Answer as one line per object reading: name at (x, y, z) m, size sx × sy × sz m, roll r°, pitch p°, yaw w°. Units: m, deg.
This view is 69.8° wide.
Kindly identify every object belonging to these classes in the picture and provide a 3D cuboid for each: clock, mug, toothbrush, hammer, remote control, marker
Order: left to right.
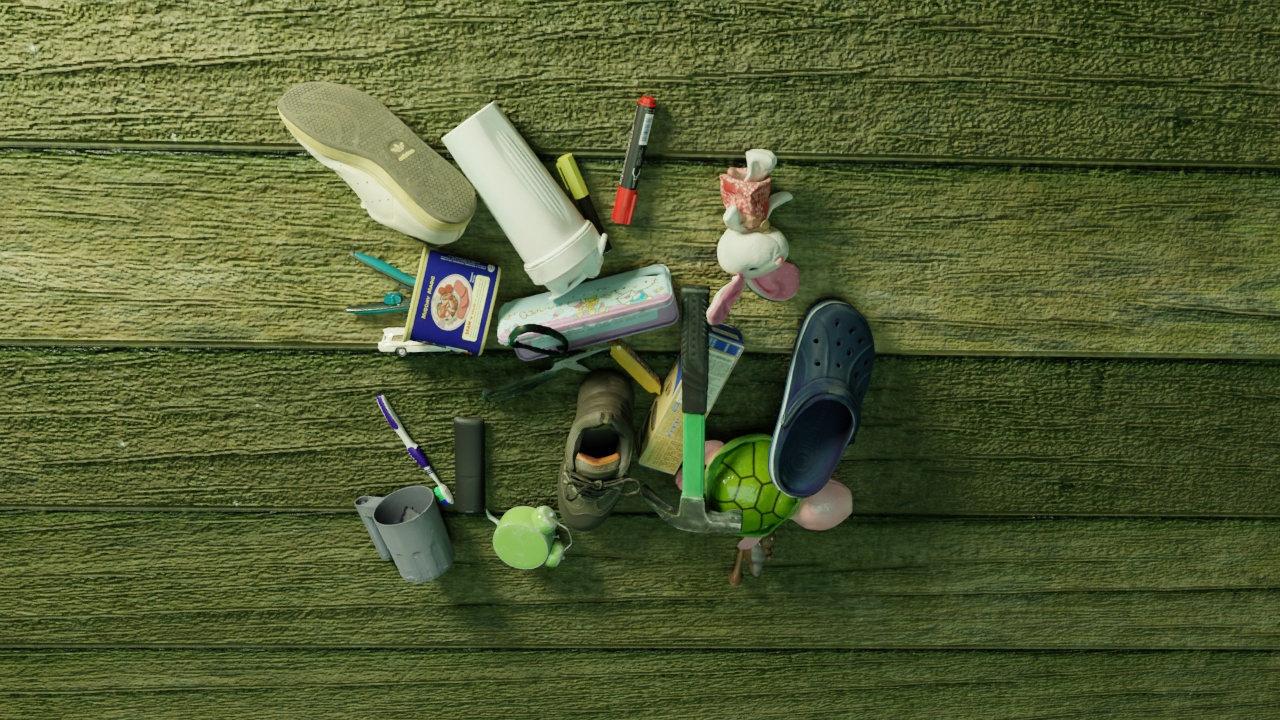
mug at (-0.322, 0.235, 1.248) m, size 0.124 × 0.083 × 0.104 m, roll 0°, pitch 121°, yaw 25°
toothbrush at (-0.300, 0.121, 1.220) m, size 0.016 × 0.015 × 0.187 m, roll -21°, pitch 115°, yaw 14°
remote control at (-0.229, 0.142, 1.229) m, size 0.041 × 0.020 × 0.152 m, roll 2°, pitch 115°, yaw -4°
clock at (-0.152, 0.243, 1.259) m, size 0.119 × 0.042 × 0.094 m, roll -6°, pitch 118°, yaw 14°
marker at (-0.065, -0.181, 1.072) m, size 0.021 × 0.017 × 0.124 m, roll -20°, pitch 117°, yaw 9°
marker at (-0.006, -0.227, 1.048) m, size 0.023 × 0.021 × 0.145 m, roll 15°, pitch 116°, yaw 0°
hammer at (0.065, 0.064, 1.119) m, size 0.130 × 0.032 × 0.319 m, roll 4°, pitch 110°, yaw 13°

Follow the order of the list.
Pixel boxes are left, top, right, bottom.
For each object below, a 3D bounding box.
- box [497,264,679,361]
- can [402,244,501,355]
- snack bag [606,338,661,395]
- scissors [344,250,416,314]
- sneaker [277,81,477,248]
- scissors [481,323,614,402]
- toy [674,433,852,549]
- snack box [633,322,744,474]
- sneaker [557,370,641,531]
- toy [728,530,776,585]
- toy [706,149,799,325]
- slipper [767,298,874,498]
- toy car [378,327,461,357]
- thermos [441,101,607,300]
box at (-0.060, -0.048, 1.097) m, size 0.214 × 0.092 × 0.089 m, roll -14°, pitch 116°, yaw 6°
can at (-0.222, -0.068, 1.085) m, size 0.092 × 0.056 × 0.116 m, roll 13°, pitch 92°, yaw -14°
snack bag at (-0.007, 0.007, 1.163) m, size 0.020 × 0.026 × 0.099 m, roll -39°, pitch 110°, yaw 17°
scissors at (-0.295, -0.088, 1.113) m, size 0.156 × 0.019 × 0.124 m, roll -20°, pitch 117°, yaw 6°
sneaker at (-0.292, -0.210, 1.023) m, size 0.241 × 0.088 × 0.103 m, roll 37°, pitch 149°, yaw -1°
scissors at (-0.132, 0.004, 1.102) m, size 0.202 × 0.015 × 0.201 m, roll -22°, pitch 158°, yaw 17°
toy at (0.164, 0.170, 1.212) m, size 0.238 × 0.087 × 0.190 m, roll 18°, pitch 97°, yaw -14°
snack box at (0.059, 0.044, 1.168) m, size 0.056 × 0.057 × 0.207 m, roll 20°, pitch 114°, yaw -15°
sneaker at (-0.051, 0.145, 1.165) m, size 0.101 × 0.142 × 0.238 m, roll 7°, pitch 118°, yaw -5°
toy at (0.160, 0.270, 1.292) m, size 0.055 × 0.041 × 0.102 m, roll 14°, pitch 109°, yaw 16°
toy at (0.130, -0.145, 1.056) m, size 0.158 × 0.084 × 0.194 m, roll -18°, pitch 117°, yaw -39°
slipper at (0.230, 0.053, 1.126) m, size 0.105 × 0.095 × 0.253 m, roll 14°, pitch 96°, yaw -9°
toy car at (-0.264, -0.026, 1.136) m, size 0.113 × 0.039 × 0.039 m, roll -2°, pitch 95°, yaw -1°
thermos at (-0.126, -0.178, 1.031) m, size 0.099 × 0.099 × 0.220 m, roll -31°, pitch 110°, yaw 13°
